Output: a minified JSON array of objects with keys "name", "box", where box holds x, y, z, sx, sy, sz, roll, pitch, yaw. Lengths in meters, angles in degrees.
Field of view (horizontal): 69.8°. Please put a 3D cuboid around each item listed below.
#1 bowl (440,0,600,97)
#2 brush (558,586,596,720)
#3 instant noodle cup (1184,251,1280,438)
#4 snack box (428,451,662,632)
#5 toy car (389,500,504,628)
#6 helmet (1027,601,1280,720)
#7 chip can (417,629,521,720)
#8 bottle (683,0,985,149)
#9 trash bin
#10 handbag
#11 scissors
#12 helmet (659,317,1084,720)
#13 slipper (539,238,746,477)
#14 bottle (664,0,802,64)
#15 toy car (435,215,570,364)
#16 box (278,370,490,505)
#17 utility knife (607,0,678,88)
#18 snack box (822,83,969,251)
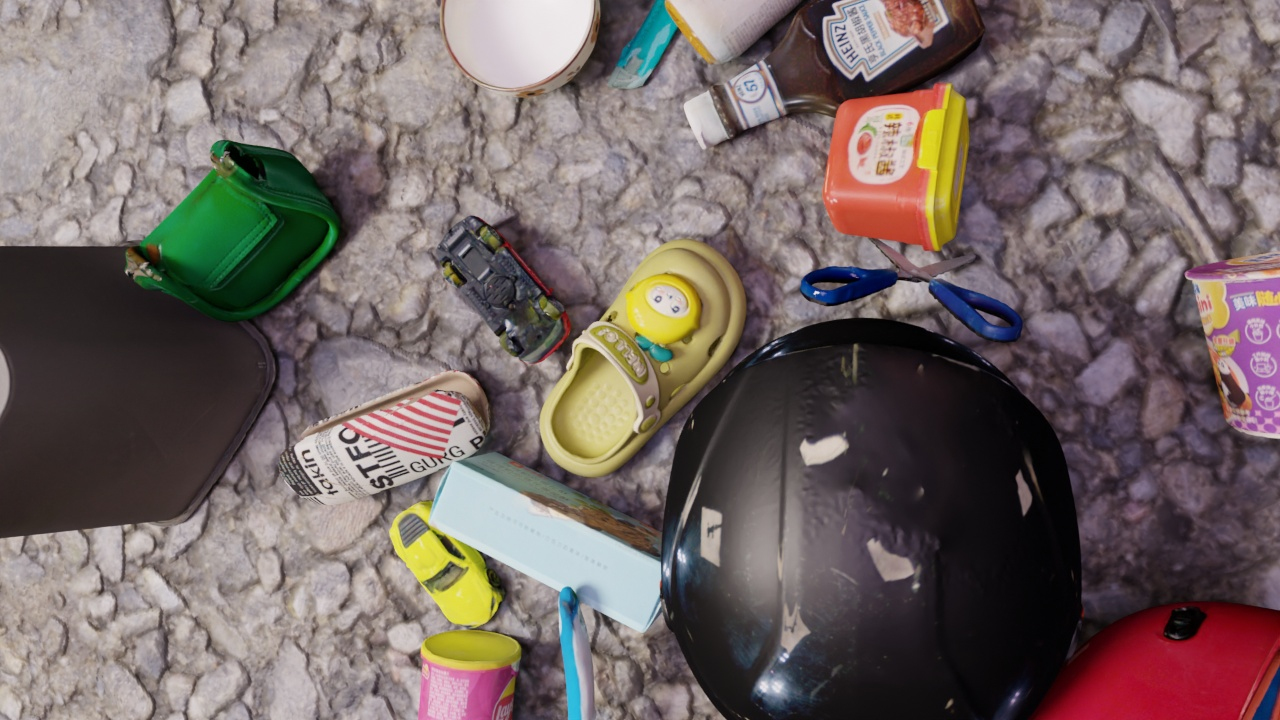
[{"name":"bowl","box":[-0.080,-0.241,0.657,0.113,0.062,0.113,0,90,12]},{"name":"brush","box":[-0.055,0.306,0.627,0.109,0.060,0.314,-14,102,6]},{"name":"instant noodle cup","box":[0.379,-0.011,0.525,0.112,0.111,0.099,-7,97,14]},{"name":"snack box","box":[-0.054,0.123,0.644,0.175,0.074,0.051,24,96,13]},{"name":"toy car","box":[-0.147,0.155,0.689,0.048,0.032,0.105,-41,82,10]},{"name":"helmet","box":[0.281,0.237,0.509,0.144,0.206,0.240,6,86,43]},{"name":"chip can","box":[-0.132,0.309,0.665,0.071,0.071,0.210,6,92,14]},{"name":"bottle","box":[0.124,-0.200,0.617,0.195,0.044,0.080,-23,87,14]},{"name":"trash bin","box":[-0.435,0.020,0.666,0.198,0.219,0.199,37,100,12]},{"name":"handbag","box":[-0.302,-0.095,0.683,0.131,0.120,0.068,-42,75,12]},{"name":"scissors","box":[0.164,-0.047,0.549,0.162,0.175,0.012,39,130,50]},{"name":"helmet","box":[0.124,0.107,0.519,0.234,0.230,0.274,-1,75,15]},{"name":"slipper","box":[-0.004,0.004,0.630,0.091,0.081,0.191,39,101,8]},{"name":"bottle","box":[0.104,-0.280,0.609,0.190,0.068,0.068,-39,81,11]},{"name":"toy car","box":[-0.097,-0.051,0.670,0.053,0.045,0.120,-42,75,12]},{"name":"box","box":[-0.188,0.058,0.698,0.164,0.081,0.075,-23,116,12]},{"name":"utility knife","box":[0.041,-0.289,0.652,0.029,0.013,0.221,32,97,12]},{"name":"snack box","box":[0.164,-0.122,0.589,0.080,0.082,0.091,6,75,25]}]
